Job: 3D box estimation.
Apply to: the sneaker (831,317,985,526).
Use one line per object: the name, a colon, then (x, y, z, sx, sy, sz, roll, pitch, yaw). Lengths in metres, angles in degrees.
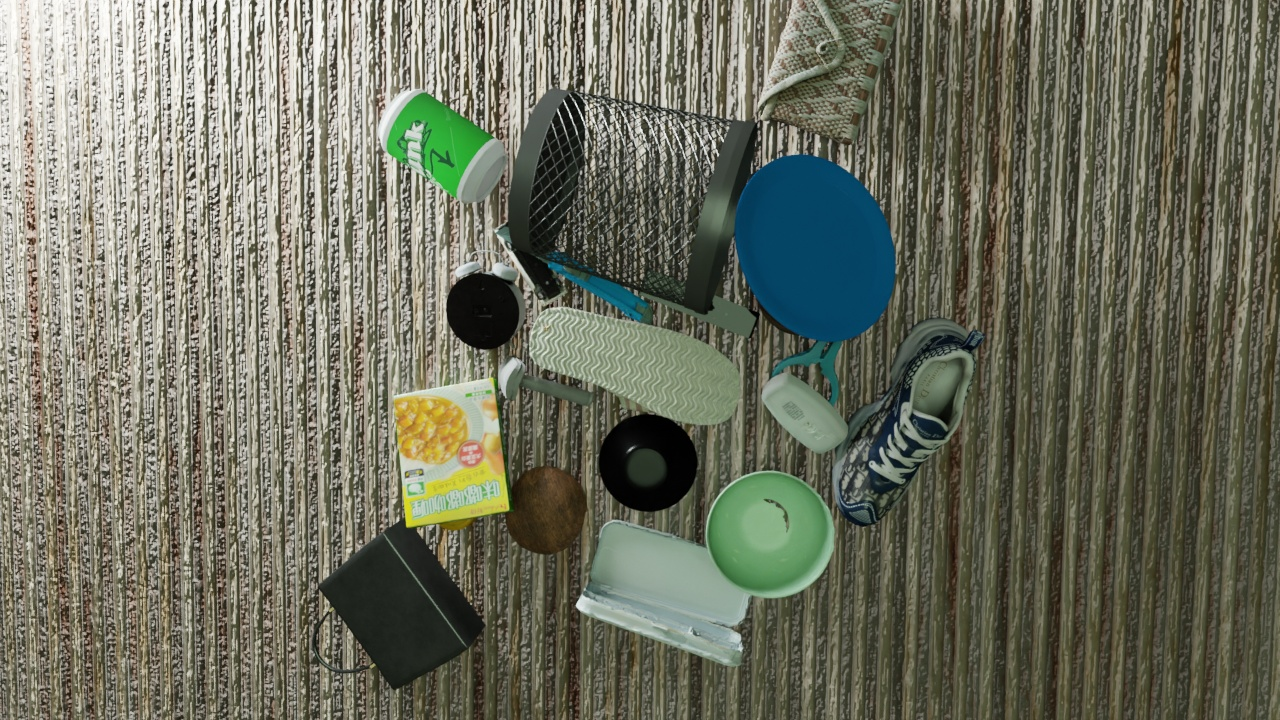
sneaker: (0.313, 0.078, 1.062, 0.103, 0.132, 0.269, 28, 96, 0)

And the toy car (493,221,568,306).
toy car: (-0.136, -0.120, 1.131, 0.039, 0.039, 0.113, -33, 92, -24)

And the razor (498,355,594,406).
razor: (-0.113, 0.033, 1.129, 0.116, 0.088, 0.047, 17, 95, -16)

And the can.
can: (-0.237, -0.257, 1.104, 0.140, 0.087, 0.088, 34, 95, 2)

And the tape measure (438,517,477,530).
tape measure: (-0.232, 0.185, 1.160, 0.068, 0.030, 0.059, 16, 94, 9)

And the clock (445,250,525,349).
clock: (-0.189, -0.074, 1.129, 0.094, 0.035, 0.123, 4, 103, 12)

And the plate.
plate: (0.202, -0.130, 1.069, 0.224, 0.024, 0.224, 6, 77, -25)

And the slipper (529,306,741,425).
slipper: (-0.007, 0.007, 1.123, 0.263, 0.052, 0.115, 19, 97, -1)

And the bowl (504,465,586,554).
bowl: (-0.122, 0.191, 1.154, 0.102, 0.026, 0.114, 18, 95, 3)

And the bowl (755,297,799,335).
bowl: (0.199, -0.089, 1.110, 0.119, 0.032, 0.119, 0, 94, 4)

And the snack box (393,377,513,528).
snack box: (-0.233, 0.114, 1.140, 0.132, 0.027, 0.168, -10, 78, 5)

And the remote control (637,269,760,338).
remote control: (0.072, -0.070, 1.130, 0.150, 0.013, 0.034, 22, 95, 3)

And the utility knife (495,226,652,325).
utility knife: (-0.077, -0.105, 1.119, 0.220, 0.015, 0.031, 28, 69, -8)

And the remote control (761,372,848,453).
remote control: (0.196, 0.063, 1.106, 0.114, 0.028, 0.060, 41, 127, -9)

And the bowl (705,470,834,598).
bowl: (0.153, 0.203, 1.108, 0.151, 0.077, 0.151, 0, 92, 3)

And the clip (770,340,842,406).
clip: (0.202, 0.003, 1.113, 0.120, 0.033, 0.122, -4, 104, 15)

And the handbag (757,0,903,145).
handbag: (0.223, -0.359, 1.084, 0.124, 0.047, 0.186, 19, 95, 2)

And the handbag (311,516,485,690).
handbag: (-0.333, 0.331, 1.163, 0.196, 0.072, 0.176, -36, 90, 10)

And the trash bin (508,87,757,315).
trash bin: (-0.008, -0.186, 1.034, 0.227, 0.217, 0.218, 16, 94, 7)

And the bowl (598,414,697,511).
bowl: (0.008, 0.130, 1.128, 0.124, 0.052, 0.124, 0, 94, 4)

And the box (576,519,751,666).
box: (0.033, 0.282, 1.111, 0.210, 0.105, 0.129, 13, 91, 3)
